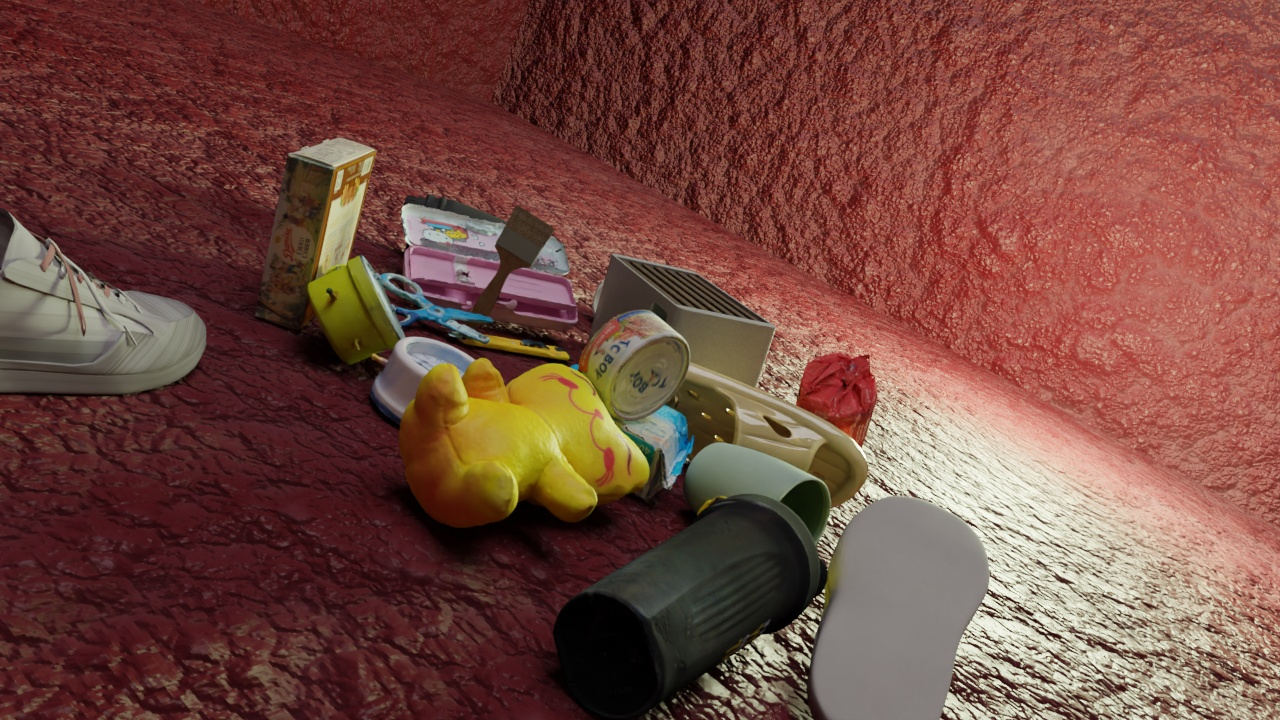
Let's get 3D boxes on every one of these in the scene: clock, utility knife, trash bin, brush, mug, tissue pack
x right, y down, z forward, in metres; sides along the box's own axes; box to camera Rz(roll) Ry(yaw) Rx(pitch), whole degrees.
[{"bbox_3d":[-0.236,-0.042,0.770,0.083,0.057,0.119,66,-8,-13],"label":"clock"},{"bbox_3d":[-0.135,-0.015,0.969,0.158,0.017,0.030,7,15,-42],"label":"utility knife"},{"bbox_3d":[0.037,-0.027,1.026,0.114,0.114,0.229,10,16,-23],"label":"trash bin"},{"bbox_3d":[-0.144,-0.089,0.948,0.045,0.143,0.008,33,16,-6],"label":"brush"},{"bbox_3d":[0.101,0.119,0.771,0.111,0.084,0.104,18,6,-43],"label":"mug"},{"bbox_3d":[-0.153,0.030,0.728,0.125,0.052,0.088,32,16,13],"label":"clock"},{"bbox_3d":[-0.026,0.062,0.794,0.144,0.062,0.092,24,20,5],"label":"tissue pack"}]

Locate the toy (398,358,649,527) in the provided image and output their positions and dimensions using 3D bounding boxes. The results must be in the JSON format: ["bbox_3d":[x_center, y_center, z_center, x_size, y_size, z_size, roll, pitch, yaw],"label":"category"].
[{"bbox_3d":[-0.080,0.067,0.649,0.134,0.088,0.193,50,24,17],"label":"toy"}]

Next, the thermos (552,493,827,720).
[{"bbox_3d":[0.038,0.145,0.574,0.098,0.098,0.220,33,22,26],"label":"thermos"}]

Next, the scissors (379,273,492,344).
[{"bbox_3d":[-0.212,-0.043,0.911,0.140,0.013,0.117,29,29,2],"label":"scissors"}]

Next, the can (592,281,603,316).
[{"bbox_3d":[-0.003,-0.072,1.247,0.072,0.072,0.128,35,18,31],"label":"can"}]

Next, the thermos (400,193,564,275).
[{"bbox_3d":[-0.202,-0.141,1.136,0.198,0.086,0.086,20,17,-18],"label":"thermos"}]

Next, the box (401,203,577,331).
[{"bbox_3d":[-0.172,-0.108,1.045,0.201,0.037,0.152,10,43,-28],"label":"box"}]

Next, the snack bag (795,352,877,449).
[{"bbox_3d":[0.185,0.071,0.910,0.082,0.177,0.082,1,46,-1],"label":"snack bag"}]

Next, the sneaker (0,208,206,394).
[{"bbox_3d":[-0.363,-0.040,0.550,0.099,0.089,0.235,33,17,25],"label":"sneaker"}]

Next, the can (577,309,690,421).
[{"bbox_3d":[-0.004,0.004,0.745,0.086,0.086,0.043,7,27,-48],"label":"can"}]

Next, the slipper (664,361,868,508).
[{"bbox_3d":[0.079,0.079,0.860,0.261,0.112,0.079,27,41,8],"label":"slipper"}]

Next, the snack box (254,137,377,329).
[{"bbox_3d":[-0.286,-0.117,0.816,0.041,0.147,0.143,17,18,-9],"label":"snack box"}]

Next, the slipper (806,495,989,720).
[{"bbox_3d":[0.178,0.200,0.664,0.113,0.081,0.265,23,32,14],"label":"slipper"}]
